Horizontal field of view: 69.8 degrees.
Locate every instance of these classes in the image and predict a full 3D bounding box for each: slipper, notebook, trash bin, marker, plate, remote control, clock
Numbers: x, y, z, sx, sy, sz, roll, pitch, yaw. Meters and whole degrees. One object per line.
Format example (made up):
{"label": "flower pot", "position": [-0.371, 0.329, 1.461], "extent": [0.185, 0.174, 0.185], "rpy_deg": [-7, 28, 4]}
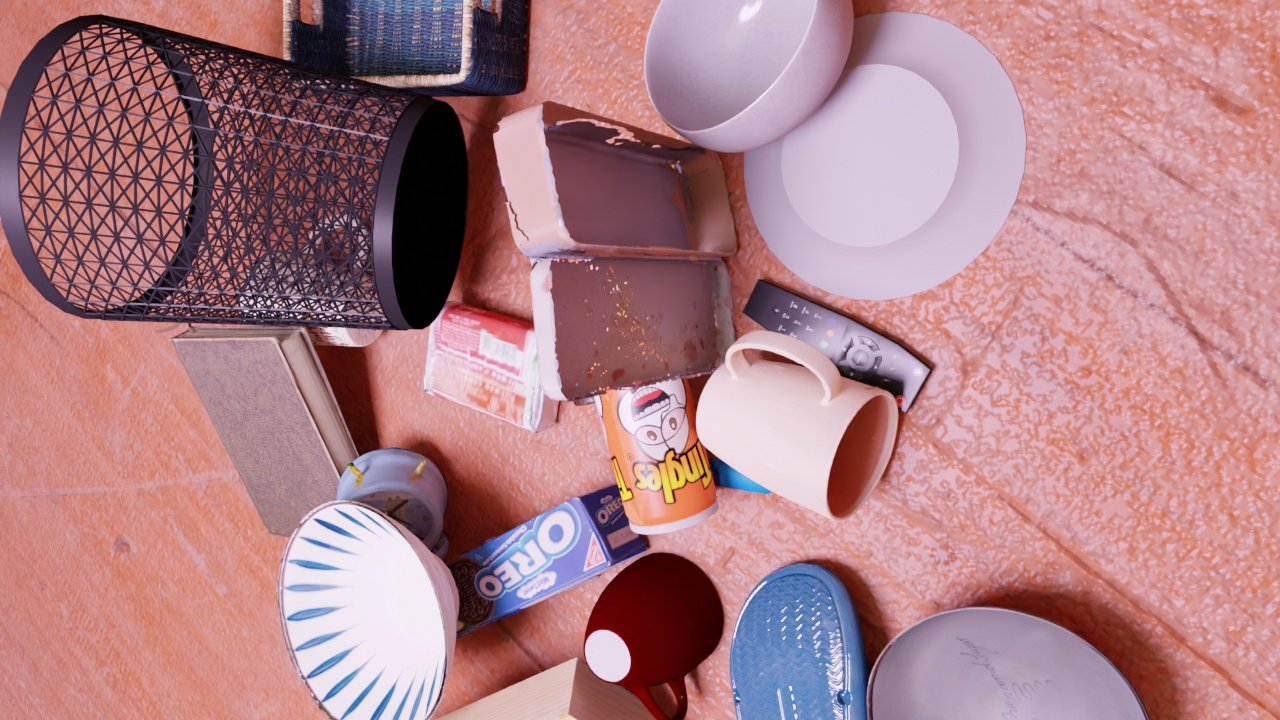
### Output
{"label": "slipper", "position": [0.113, 0.240, 0.599], "extent": [0.104, 0.059, 0.213], "rpy_deg": [-13, 78, 40]}
{"label": "notebook", "position": [-0.325, 0.065, 0.798], "extent": [0.190, 0.034, 0.216], "rpy_deg": [2, 120, 31]}
{"label": "trash bin", "position": [-0.266, -0.119, 0.660], "extent": [0.243, 0.216, 0.217], "rpy_deg": [9, 101, 5]}
{"label": "marker", "position": [0.040, 0.076, 0.644], "extent": [0.123, 0.015, 0.018], "rpy_deg": [6, 106, 32]}
{"label": "plate", "position": [0.140, -0.123, 0.557], "extent": [0.173, 0.019, 0.173], "rpy_deg": [4, 98, 29]}
{"label": "remote control", "position": [0.123, -0.012, 0.586], "extent": [0.125, 0.010, 0.039], "rpy_deg": [32, 111, 22]}
{"label": "clock", "position": [-0.201, 0.132, 0.746], "extent": [0.088, 0.051, 0.125], "rpy_deg": [-2, 116, -12]}

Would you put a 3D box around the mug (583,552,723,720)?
{"label": "mug", "position": [0.004, 0.201, 0.637], "extent": [0.087, 0.088, 0.114], "rpy_deg": [-20, 86, 30]}

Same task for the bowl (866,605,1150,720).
{"label": "bowl", "position": [0.214, 0.206, 0.535], "extent": [0.151, 0.056, 0.151], "rpy_deg": [4, 98, 30]}

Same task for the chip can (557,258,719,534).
{"label": "chip can", "position": [-0.004, 0.004, 0.601], "extent": [0.062, 0.062, 0.210], "rpy_deg": [-10, 99, 30]}

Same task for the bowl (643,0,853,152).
{"label": "bowl", "position": [0.070, -0.188, 0.553], "extent": [0.132, 0.064, 0.131], "rpy_deg": [-15, 68, 42]}

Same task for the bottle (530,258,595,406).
{"label": "bottle", "position": [-0.046, -0.050, 0.652], "extent": [0.057, 0.056, 0.162], "rpy_deg": [-13, 90, 30]}

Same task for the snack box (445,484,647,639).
{"label": "snack box", "position": [-0.102, 0.167, 0.712], "extent": [0.227, 0.059, 0.059], "rpy_deg": [-30, 77, 29]}

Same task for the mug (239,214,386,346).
{"label": "mug", "position": [-0.264, -0.067, 0.776], "extent": [0.097, 0.081, 0.121], "rpy_deg": [10, 76, 21]}

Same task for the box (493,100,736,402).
{"label": "box", "position": [0.003, -0.059, 0.530], "extent": [0.043, 0.215, 0.148], "rpy_deg": [-16, 87, 29]}

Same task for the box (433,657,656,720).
{"label": "box", "position": [-0.061, 0.359, 0.701], "extent": [0.248, 0.096, 0.261], "rpy_deg": [-31, 97, 30]}

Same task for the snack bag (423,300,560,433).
{"label": "snack bag", "position": [-0.113, 0.003, 0.709], "extent": [0.116, 0.036, 0.077], "rpy_deg": [17, 105, 27]}

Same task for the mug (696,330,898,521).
{"label": "mug", "position": [0.090, 0.030, 0.561], "extent": [0.104, 0.085, 0.111], "rpy_deg": [20, 140, 37]}

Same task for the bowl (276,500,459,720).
{"label": "bowl", "position": [-0.187, 0.186, 0.689], "extent": [0.178, 0.070, 0.177], "rpy_deg": [4, 97, 32]}

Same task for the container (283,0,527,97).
{"label": "container", "position": [-0.177, -0.274, 0.689], "extent": [0.188, 0.071, 0.145], "rpy_deg": [8, 101, 29]}
